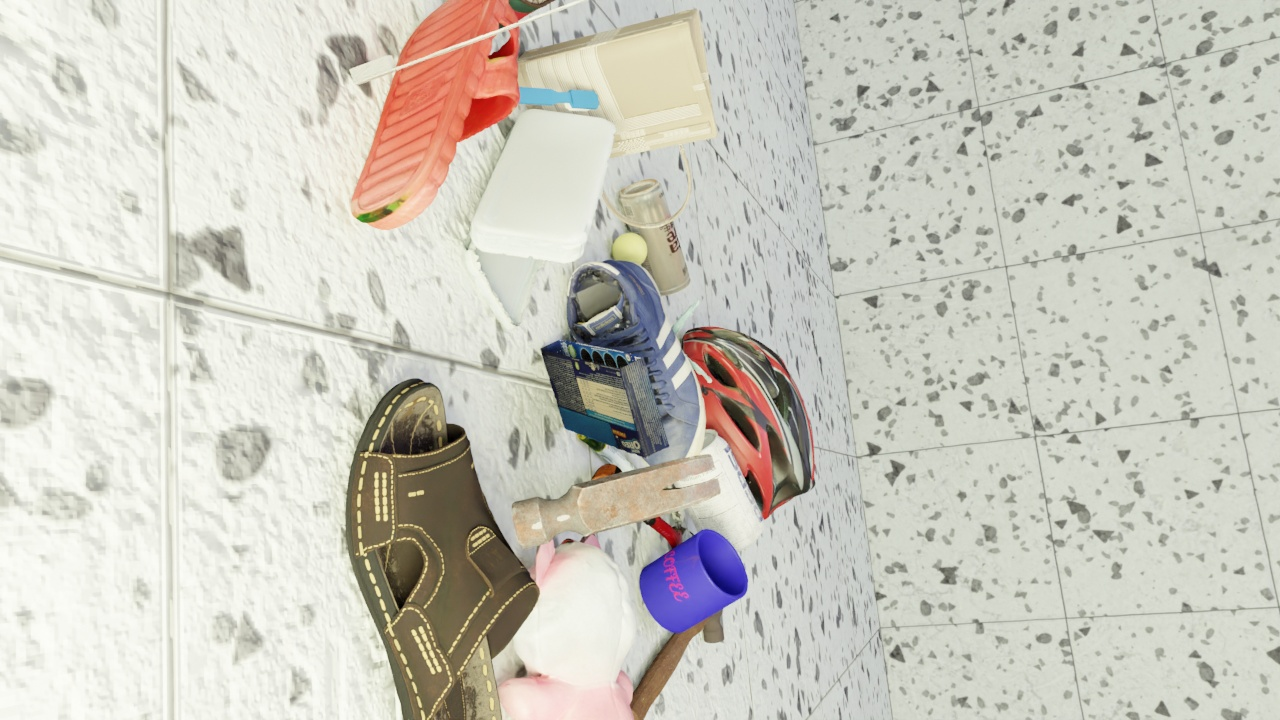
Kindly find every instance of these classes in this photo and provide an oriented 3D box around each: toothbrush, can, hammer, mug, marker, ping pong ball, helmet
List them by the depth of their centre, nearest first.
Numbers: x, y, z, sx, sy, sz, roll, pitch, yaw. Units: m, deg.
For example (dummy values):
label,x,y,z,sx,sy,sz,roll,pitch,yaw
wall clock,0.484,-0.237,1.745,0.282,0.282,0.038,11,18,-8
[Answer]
label,x,y,z,sx,sy,sz,roll,pitch,yaw
toothbrush,-0.111,-0.213,0.599,0.010,0.182,0.010,-57,131,-68
hammer,-0.016,0.102,0.749,0.314,0.138,0.035,100,-24,-86
toothbrush,-0.100,-0.230,0.801,0.166,0.014,0.016,-12,93,-44
marker,-0.027,0.099,0.937,0.146,0.017,0.017,49,37,-55
mug,0.066,0.237,0.978,0.111,0.084,0.079,22,39,-44
hammer,0.039,0.313,1.008,0.322,0.033,0.115,-26,107,-69
ping pong ball,-0.012,-0.125,1.044,0.040,0.040,0.040,-9,90,-70
can,0.088,0.157,1.091,0.136,0.078,0.078,64,24,-15
can,0.018,-0.149,1.119,0.054,0.054,0.136,-67,143,-56
helmet,0.135,0.076,1.223,0.217,0.167,0.272,14,56,-75

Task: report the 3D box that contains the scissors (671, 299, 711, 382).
label,x,y,z,sx,sy,sz,roll,pitch,yaw
scissors,0.025,-0.024,1.004,0.023,0.172,0.167,-6,61,-29

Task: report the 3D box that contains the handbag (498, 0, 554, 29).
label,x,y,z,sx,sy,sz,roll,pitch,yaw
handbag,-0.131,-0.367,0.803,0.138,0.063,0.166,62,26,-21

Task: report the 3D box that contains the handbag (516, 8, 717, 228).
label,x,y,z,sx,sy,sz,roll,pitch,yaw
handbag,-0.009,-0.221,0.903,0.062,0.176,0.198,-70,148,-54

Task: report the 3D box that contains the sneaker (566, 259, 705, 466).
label,x,y,z,sx,sy,sz,roll,pitch,yaw
sneaker,-0.005,0.004,0.912,0.118,0.091,0.233,9,67,-72

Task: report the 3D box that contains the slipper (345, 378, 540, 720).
label,x,y,z,sx,sy,sz,roll,pitch,yaw
slipper,-0.116,0.143,0.582,0.112,0.076,0.268,-19,99,-71

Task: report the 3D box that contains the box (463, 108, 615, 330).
label,x,y,z,sx,sy,sz,roll,pitch,yaw
box,-0.090,-0.121,0.808,0.214,0.106,0.125,-78,180,-47

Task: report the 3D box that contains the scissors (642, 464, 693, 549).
label,x,y,z,sx,sy,sz,roll,pitch,yaw
scissors,0.034,0.174,1.010,0.187,0.015,0.179,-12,87,-70

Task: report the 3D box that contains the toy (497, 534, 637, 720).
label,x,y,z,sx,sy,sz,roll,pitch,yaw
toy,-0.048,0.238,0.714,0.141,0.084,0.213,20,63,-59

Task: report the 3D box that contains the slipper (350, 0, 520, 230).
label,x,y,z,sx,sy,sz,roll,pitch,yaw
slipper,-0.132,-0.181,0.648,0.059,0.104,0.248,41,44,-39

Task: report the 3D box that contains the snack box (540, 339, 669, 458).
label,x,y,z,sx,sy,sz,roll,pitch,yaw
snack box,-0.034,0.031,0.786,0.027,0.150,0.082,-25,109,-26
